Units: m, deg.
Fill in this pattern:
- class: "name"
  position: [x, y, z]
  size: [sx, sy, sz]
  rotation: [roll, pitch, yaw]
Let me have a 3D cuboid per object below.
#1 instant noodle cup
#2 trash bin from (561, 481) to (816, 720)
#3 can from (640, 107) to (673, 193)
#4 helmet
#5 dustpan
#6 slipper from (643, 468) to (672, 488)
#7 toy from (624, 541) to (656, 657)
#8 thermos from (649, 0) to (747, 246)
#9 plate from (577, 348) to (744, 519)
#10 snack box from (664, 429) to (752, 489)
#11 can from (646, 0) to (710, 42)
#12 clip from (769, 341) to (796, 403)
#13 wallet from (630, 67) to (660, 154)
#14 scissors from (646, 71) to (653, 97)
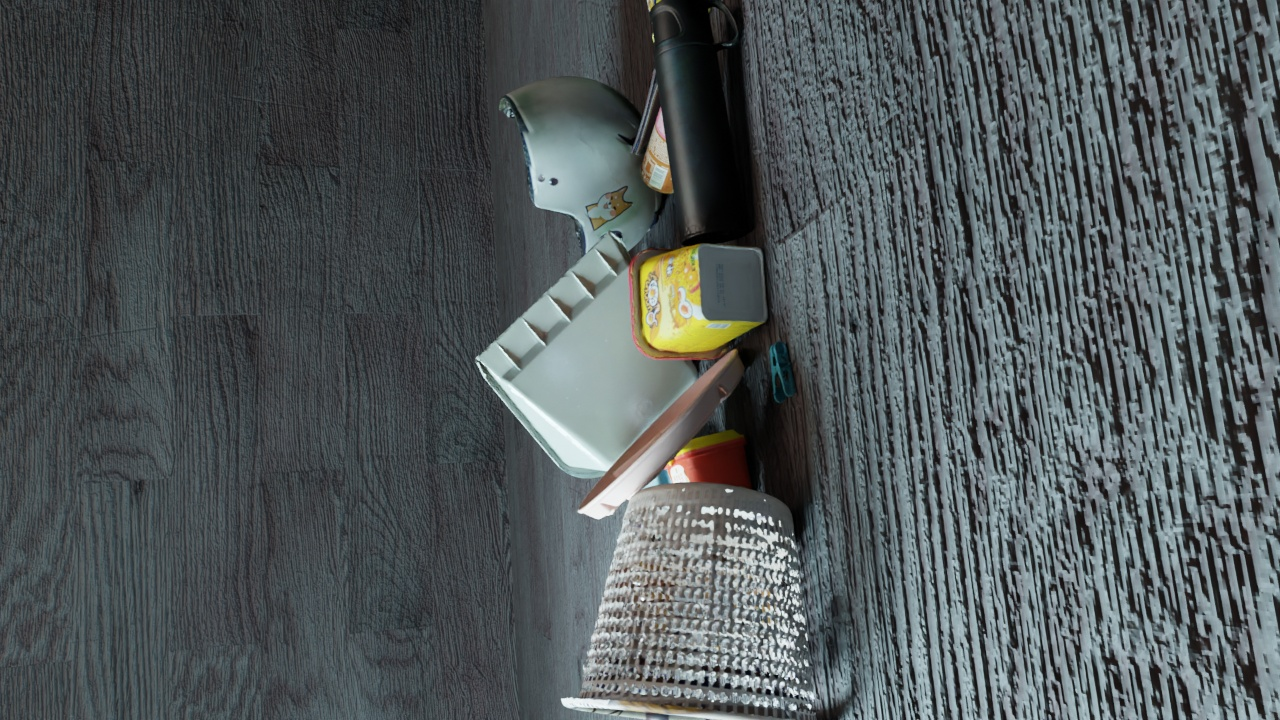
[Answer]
- class: "instant noodle cup"
  position: [0.060, -0.064, 0.918]
  size: [0.124, 0.116, 0.116]
  rotation: [-18, 73, 63]
- class: "trash bin"
  position: [0.054, 0.218, 0.807]
  size: [0.228, 0.227, 0.191]
  rotation: [123, 155, -65]
- class: "can"
  position: [0.042, -0.256, 1.041]
  size: [0.148, 0.058, 0.057]
  rotation: [114, 151, -57]
- class: "helmet"
  position: [-0.053, -0.252, 1.174]
  size: [0.274, 0.157, 0.229]
  rotation: [49, -163, -51]
- class: "dustpan"
  position: [-0.053, 0.021, 1.096]
  size: [0.258, 0.222, 0.143]
  rotation: [49, 161, -16]
- class: "slipper"
  position: [0.029, 0.151, 1.107]
  size: [0.246, 0.074, 0.104]
  rotation: [142, 124, -70]
- class: "toy"
  position: [-0.003, 0.331, 1.279]
  size: [0.121, 0.054, 0.160]
  rotation: [-106, 20, -63]
- class: "thermos"
  position: [0.066, -0.243, 0.924]
  size: [0.068, 0.090, 0.242]
  rotation: [0, -98, -71]
- class: "plate"
  position: [0.025, 0.078, 0.931]
  size: [0.028, 0.229, 0.230]
  rotation: [44, 159, 0]
- class: "snack box"
  position: [0.070, 0.121, 0.947]
  size: [0.091, 0.082, 0.080]
  rotation: [136, 120, -71]
- class: "can"
  position: [0.043, -0.415, 1.028]
  size: [0.102, 0.057, 0.083]
  rotation: [109, 157, -52]
- class: "clip"
  position: [0.129, 0.010, 0.838]
  size: [0.038, 0.013, 0.055]
  rotation: [130, 136, -67]
- class: "wallet"
  position: [0.025, -0.303, 1.040]
  size: [0.096, 0.020, 0.123]
  rotation: [-56, -7, -36]
- class: "scissors"
  position: [0.042, -0.322, 1.120]
  size: [0.202, 0.015, 0.205]
  rotation: [-107, 23, -46]
